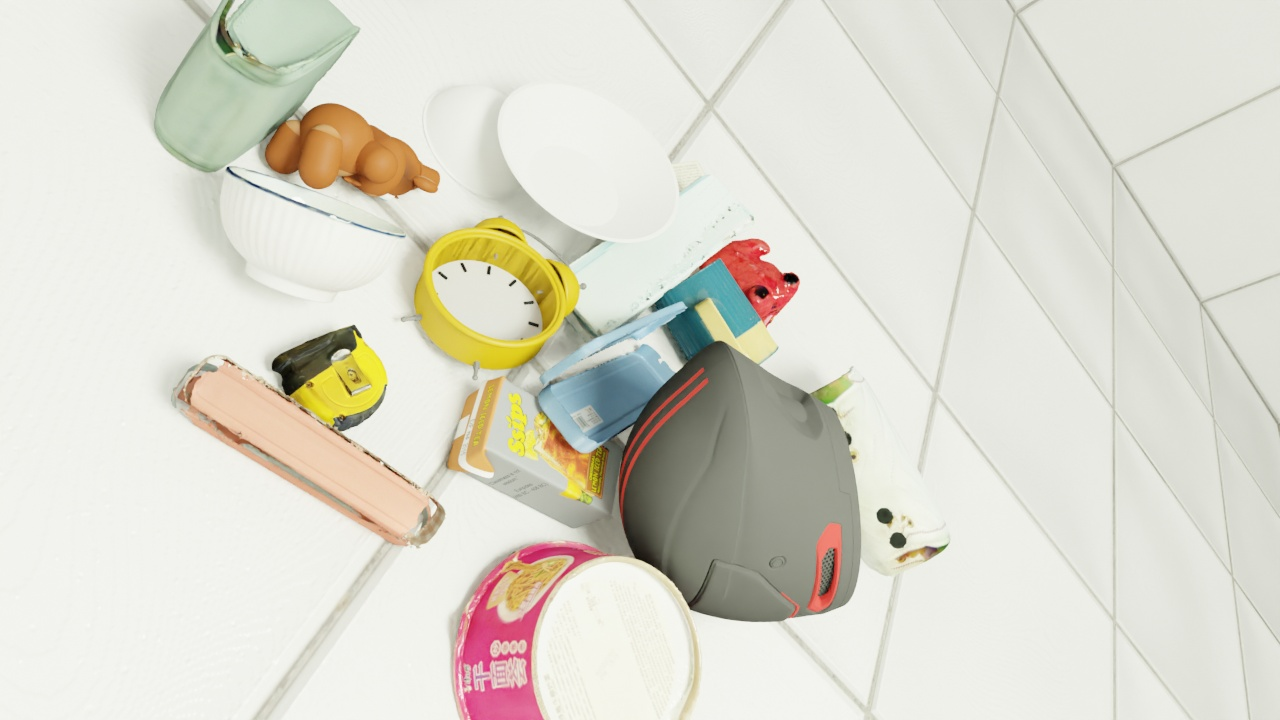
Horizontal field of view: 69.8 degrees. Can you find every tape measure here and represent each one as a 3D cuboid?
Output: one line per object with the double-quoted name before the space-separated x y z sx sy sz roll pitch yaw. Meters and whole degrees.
"tape measure" -0.202 0.014 0.616 0.065 0.037 0.064 -32 93 -49

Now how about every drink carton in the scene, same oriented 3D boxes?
"drink carton" -0.079 0.073 0.704 0.124 0.049 0.076 33 49 -30

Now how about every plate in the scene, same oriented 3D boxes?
"plate" -0.050 -0.164 0.800 0.173 0.036 0.173 18 52 -24

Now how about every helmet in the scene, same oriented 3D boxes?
"helmet" 0.068 0.105 0.712 0.170 0.265 0.164 -7 36 -7

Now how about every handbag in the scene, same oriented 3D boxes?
"handbag" 0.229 0.112 0.942 0.198 0.096 0.141 63 14 5
"handbag" -0.257 -0.193 0.604 0.067 0.122 0.105 44 44 -20

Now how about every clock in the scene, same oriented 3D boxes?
"clock" -0.111 -0.055 0.724 0.113 0.052 0.151 39 45 0

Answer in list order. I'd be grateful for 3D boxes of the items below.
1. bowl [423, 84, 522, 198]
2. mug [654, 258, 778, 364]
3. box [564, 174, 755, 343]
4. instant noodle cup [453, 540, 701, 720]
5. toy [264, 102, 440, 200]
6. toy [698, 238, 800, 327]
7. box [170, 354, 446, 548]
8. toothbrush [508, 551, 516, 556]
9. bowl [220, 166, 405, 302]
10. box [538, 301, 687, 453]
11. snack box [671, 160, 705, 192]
"bowl" -0.131 -0.200 0.802 0.109 0.041 0.109 23 54 -37
"mug" 0.073 -0.034 0.878 0.107 0.083 0.113 59 4 -3
"box" 0.011 -0.095 0.830 0.198 0.066 0.083 -38 67 -22
"instant noodle cup" -0.032 0.210 0.639 0.178 0.078 0.178 15 64 -33
"toy" -0.206 -0.147 0.686 0.095 0.065 0.127 35 10 31
"toy" 0.097 -0.079 0.976 0.088 0.094 0.133 -18 54 -22
"box" -0.212 0.065 0.591 0.188 0.062 0.058 43 70 -25
"toothbrush" -0.039 0.218 0.692 0.190 0.017 0.016 53 45 -11
"bowl" -0.222 -0.077 0.608 0.118 0.118 0.062 16 99 -40
"box" -0.004 0.011 0.759 0.074 0.078 0.208 53 25 4
"snack box" 0.026 -0.148 0.921 0.105 0.061 0.083 -22 85 -49
